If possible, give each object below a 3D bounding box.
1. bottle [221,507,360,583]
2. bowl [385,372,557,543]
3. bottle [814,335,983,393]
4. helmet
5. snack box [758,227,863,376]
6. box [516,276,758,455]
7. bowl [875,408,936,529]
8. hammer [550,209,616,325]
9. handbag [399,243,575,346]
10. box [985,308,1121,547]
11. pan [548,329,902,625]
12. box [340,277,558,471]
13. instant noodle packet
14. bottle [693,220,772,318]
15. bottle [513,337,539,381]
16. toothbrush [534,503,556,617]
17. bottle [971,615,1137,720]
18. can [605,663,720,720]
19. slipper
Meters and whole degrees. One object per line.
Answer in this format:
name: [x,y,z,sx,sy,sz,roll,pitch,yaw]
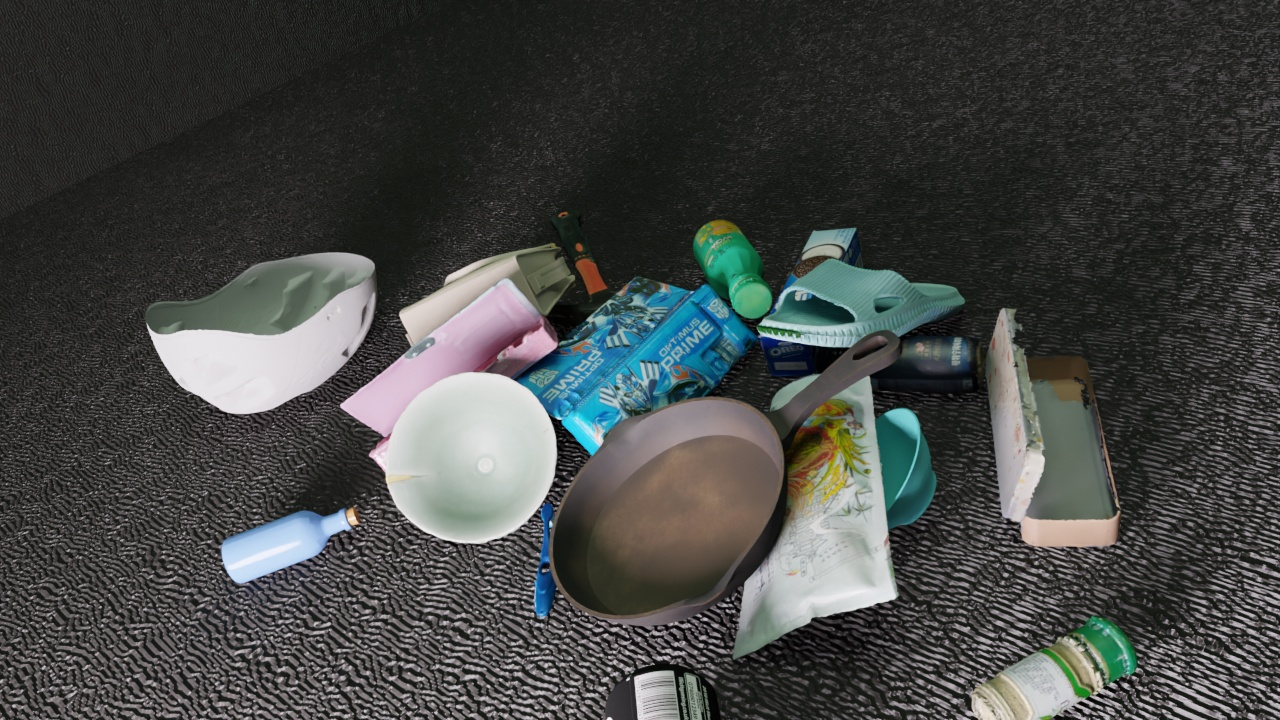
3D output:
bottle: [-0.348,0.179,0.926,0.131,0.048,0.048,-20,34,-5]
bowl: [-0.164,0.101,0.934,0.174,0.068,0.174,-2,77,8]
bottle: [0.255,0.003,0.912,0.161,0.056,0.056,1,38,25]
helmet: [-0.470,-0.054,1.185,0.224,0.184,0.281,17,53,32]
snack box: [0.198,-0.071,1.039,0.060,0.059,0.225,1,39,29]
box: [-0.004,-0.004,0.973,0.174,0.064,0.242,34,54,17]
bowl: [0.213,0.104,0.774,0.046,0.121,0.120,29,38,-10]
hammer: [-0.080,-0.141,1.285,0.133,0.033,0.332,-20,33,-3]
handbag: [-0.173,-0.083,1.153,0.195,0.101,0.197,-22,10,22]
box: [0.352,0.057,0.784,0.108,0.095,0.215,17,40,3]
pan: [0.080,0.094,0.790,0.356,0.043,0.248,-36,33,2]
box: [-0.208,0.009,0.993,0.232,0.098,0.099,-37,12,2]
instant noodle packet: [0.141,0.115,0.775,0.147,0.057,0.268,-36,22,31]
bottle: [0.112,-0.108,1.094,0.068,0.068,0.209,-16,26,1]
bottle: [-0.172,0.014,1.075,0.108,0.060,0.060,-21,34,-7]
toothbrush: [-0.086,0.183,0.842,0.021,0.016,0.132,-13,37,7]
bottle: [0.277,0.214,0.618,0.110,0.043,0.042,-24,35,-11]
can: [0.020,0.280,0.600,0.080,0.080,0.145,-14,34,4]
slipper: [0.234,-0.064,0.929,0.275,0.069,0.116,-13,22,-39]
